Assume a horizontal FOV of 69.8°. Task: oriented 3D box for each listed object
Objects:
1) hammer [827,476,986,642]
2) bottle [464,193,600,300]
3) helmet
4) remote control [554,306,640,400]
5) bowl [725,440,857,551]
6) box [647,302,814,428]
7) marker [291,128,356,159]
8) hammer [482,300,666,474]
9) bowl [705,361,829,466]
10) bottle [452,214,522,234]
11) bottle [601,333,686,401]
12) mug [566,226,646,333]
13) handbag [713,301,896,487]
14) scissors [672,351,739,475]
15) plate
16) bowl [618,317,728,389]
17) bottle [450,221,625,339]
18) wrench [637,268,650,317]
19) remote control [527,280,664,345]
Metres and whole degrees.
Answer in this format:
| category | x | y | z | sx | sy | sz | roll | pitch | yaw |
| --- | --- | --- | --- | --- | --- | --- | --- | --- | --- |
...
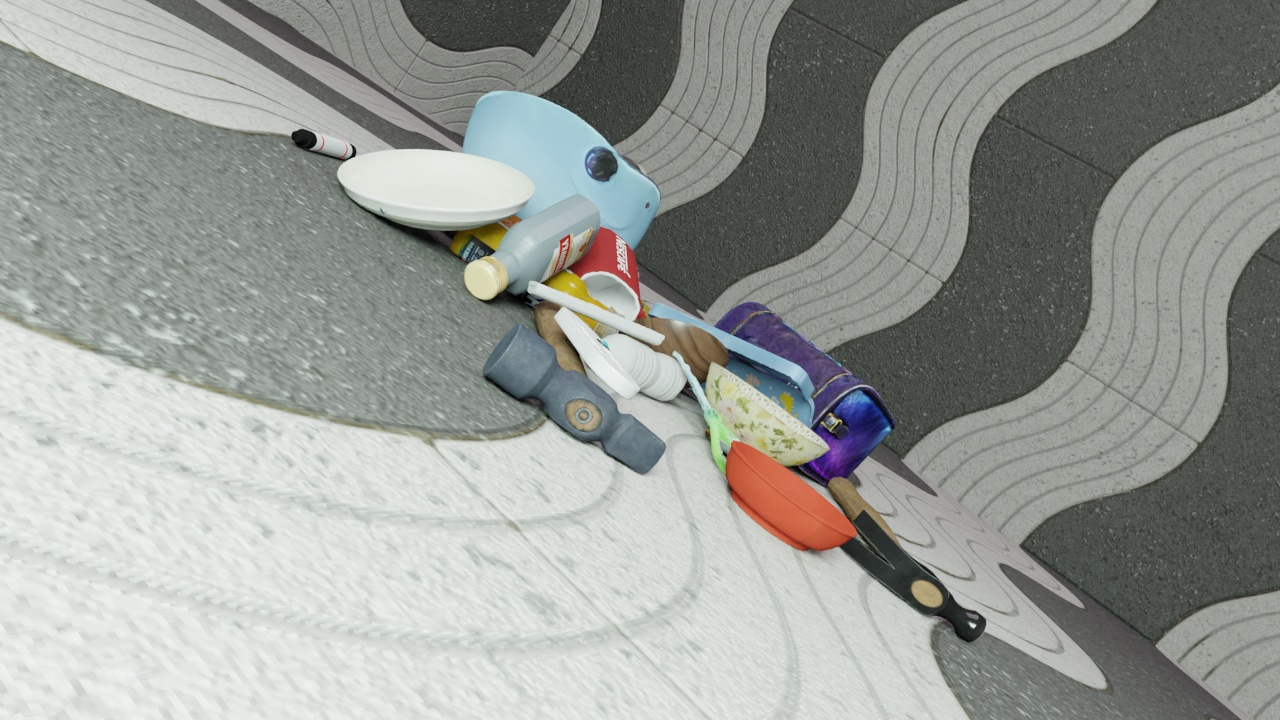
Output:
| category | x | y | z | sx | sy | sz | roll | pitch | yaw |
| --- | --- | --- | --- | --- | --- | --- | --- | --- | --- |
| hammer | 0.237 | 0.173 | 0.933 | 0.132 | 0.040 | 0.305 | 38 | 6 | -7 |
| bottle | -0.100 | -0.100 | 0.846 | 0.046 | 0.072 | 0.160 | 39 | 38 | 9 |
| helmet | -0.110 | -0.198 | 1.111 | 0.226 | 0.166 | 0.265 | 3 | -32 | 46 |
| remote control | -0.033 | -0.007 | 0.666 | 0.043 | 0.013 | 0.136 | 41 | 4 | -27 |
| bowl | 0.113 | 0.114 | 0.733 | 0.122 | 0.035 | 0.122 | 35 | 7 | -5 |
| box | 0.102 | 0.008 | 1.023 | 0.209 | 0.039 | 0.127 | 28 | -29 | 34 |
| marker | -0.332 | -0.226 | 0.957 | 0.019 | 0.019 | 0.145 | 35 | 7 | -1 |
| hammer | -0.061 | -0.005 | 0.723 | 0.129 | 0.040 | 0.321 | 37 | 6 | -16 |
| bowl | 0.111 | 0.068 | 0.905 | 0.145 | 0.063 | 0.145 | 35 | 7 | -5 |
| bottle | -0.184 | -0.155 | 1.024 | 0.167 | 0.059 | 0.059 | 33 | 7 | 9 |
| bottle | -0.005 | 0.005 | 0.861 | 0.044 | 0.044 | 0.136 | 40 | 9 | 33 |
| mug | -0.035 | -0.078 | 1.018 | 0.116 | 0.081 | 0.096 | 42 | 24 | -29 |
| handbag | 0.185 | 0.037 | 1.127 | 0.222 | 0.125 | 0.205 | 39 | 5 | -46 |
| scissors | 0.067 | 0.051 | 0.842 | 0.065 | 0.033 | 0.174 | 18 | 29 | -42 |
| plate | -0.194 | -0.160 | 0.878 | 0.182 | 0.034 | 0.182 | 7 | 27 | -4 |
| bowl | 0.030 | 0.001 | 0.957 | 0.119 | 0.032 | 0.119 | 12 | -27 | 6 |
| bottle | -0.102 | -0.079 | 0.928 | 0.186 | 0.053 | 0.053 | 35 | 8 | -5 |
| wrench | 0.003 | -0.059 | 1.180 | 0.273 | 0.084 | 0.018 | 40 | 39 | -56 |
| remote control | -0.040 | -0.042 | 0.828 | 0.131 | 0.012 | 0.033 | 22 | 0 | -22 |
